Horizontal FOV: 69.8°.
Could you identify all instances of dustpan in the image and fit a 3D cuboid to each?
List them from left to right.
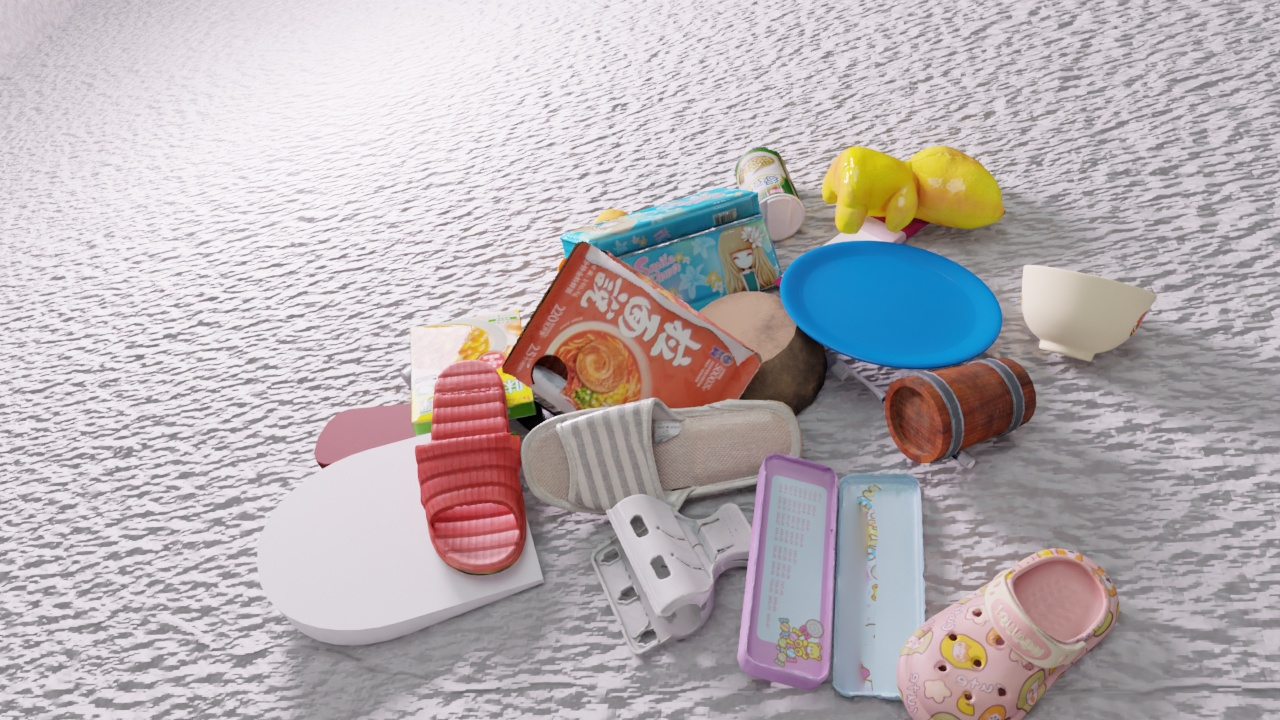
[{"bbox_3d":[-0.243,0.179,0.919,0.257,0.053,0.191,-15,56,-9],"label":"dustpan"}]

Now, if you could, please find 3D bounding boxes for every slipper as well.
[{"bbox_3d":[-0.170,0.092,0.909,0.103,0.059,0.248,-9,54,-6],"label":"slipper"},{"bbox_3d":[0.020,0.090,0.880,0.273,0.114,0.054,-5,8,5],"label":"slipper"},{"bbox_3d":[0.277,0.200,0.682,0.197,0.082,0.093,-32,57,-17],"label":"slipper"}]

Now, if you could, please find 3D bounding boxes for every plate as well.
[{"bbox_3d":[0.257,-0.056,0.954,0.224,0.024,0.223,1,39,-1],"label":"plate"}]

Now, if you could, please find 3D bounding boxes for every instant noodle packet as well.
[{"bbox_3d":[-0.006,0.005,0.937,0.221,0.084,0.164,36,98,17],"label":"instant noodle packet"}]

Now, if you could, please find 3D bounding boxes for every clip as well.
[{"bbox_3d":[0.031,0.171,0.814,0.151,0.105,0.126,-32,46,2],"label":"clip"}]

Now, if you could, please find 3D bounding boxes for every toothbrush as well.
[{"bbox_3d":[0.252,0.051,0.901,0.017,0.012,0.187,-42,46,-4],"label":"toothbrush"}]

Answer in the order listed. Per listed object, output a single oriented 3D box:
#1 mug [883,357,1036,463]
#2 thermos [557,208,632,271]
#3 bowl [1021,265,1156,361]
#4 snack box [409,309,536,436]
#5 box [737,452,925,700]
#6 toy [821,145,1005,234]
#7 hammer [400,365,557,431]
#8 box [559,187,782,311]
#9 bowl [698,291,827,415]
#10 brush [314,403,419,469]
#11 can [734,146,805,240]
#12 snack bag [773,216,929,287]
[{"bbox_3d":[0.285,0.038,0.849,0.111,0.081,0.117,-14,15,-20],"label":"mug"},{"bbox_3d":[-0.069,-0.093,1.114,0.091,0.076,0.232,17,51,6],"label":"thermos"},{"bbox_3d":[0.418,-0.041,0.879,0.118,0.117,0.074,19,97,34],"label":"bowl"},{"bbox_3d":[-0.193,0.009,1.041,0.132,0.027,0.167,-10,42,-7],"label":"snack box"},{"bbox_3d":[0.166,0.178,0.782,0.151,0.041,0.213,6,48,9],"label":"box"},{"bbox_3d":[0.314,-0.206,1.066,0.194,0.088,0.134,2,32,4],"label":"toy"},{"bbox_3d":[-0.142,0.048,1.040,0.126,0.029,0.324,-40,47,-21],"label":"hammer"},{"bbox_3d":[0.040,-0.133,1.059,0.227,0.087,0.168,-19,55,-20],"label":"box"},{"bbox_3d":[0.112,-0.009,0.969,0.162,0.070,0.162,-11,44,10],"label":"bowl"},{"bbox_3d":[-0.277,0.093,1.032,0.174,0.042,0.082,-5,45,15],"label":"brush"},{"bbox_3d":[0.161,-0.211,1.159,0.067,0.067,0.120,-15,43,5],"label":"can"},{"bbox_3d":[0.250,-0.127,1.077,0.196,0.016,0.070,-35,45,-19],"label":"snack bag"}]
